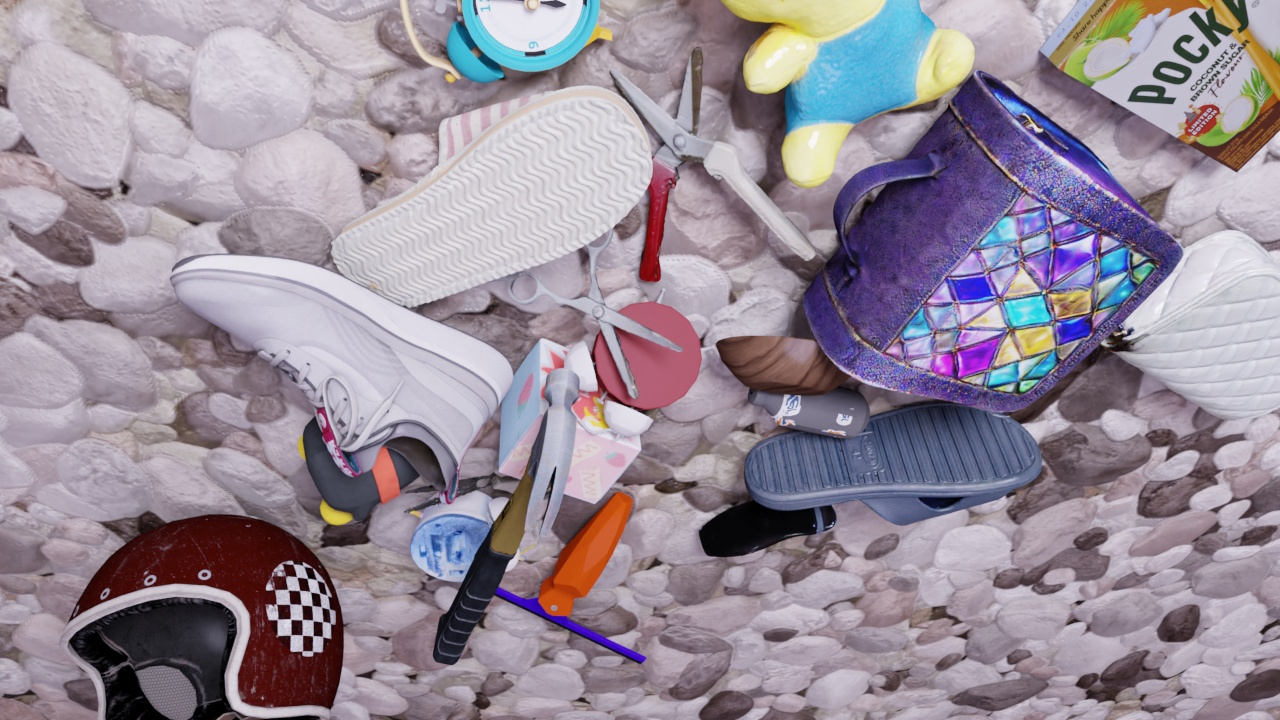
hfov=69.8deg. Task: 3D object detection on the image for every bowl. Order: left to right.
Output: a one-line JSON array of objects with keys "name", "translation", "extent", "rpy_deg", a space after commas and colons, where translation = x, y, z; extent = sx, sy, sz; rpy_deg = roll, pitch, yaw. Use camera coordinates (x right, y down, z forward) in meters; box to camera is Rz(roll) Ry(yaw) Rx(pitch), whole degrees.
[{"name": "bowl", "translation": [0.119, 0.008, 0.748], "extent": [0.119, 0.032, 0.119], "rpy_deg": [7, 171, 1]}]

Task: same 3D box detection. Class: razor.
[{"name": "razor", "translation": [0.127, 0.163, 0.925], "extent": [0.141, 0.053, 0.063], "rpy_deg": [-22, 163, 21]}]

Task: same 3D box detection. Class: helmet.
[{"name": "helmet", "translation": [-0.392, 0.268, 0.817], "extent": [0.234, 0.253, 0.233], "rpy_deg": [-29, 153, 24]}]

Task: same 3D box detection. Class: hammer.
[{"name": "hammer", "translation": [-0.116, 0.155, 0.734], "extent": [0.025, 0.117, 0.334], "rpy_deg": [17, 133, -15]}]

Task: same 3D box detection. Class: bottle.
[{"name": "bottle", "translation": [0.149, 0.040, 0.817], "extent": [0.112, 0.047, 0.047], "rpy_deg": [12, 129, -17]}]

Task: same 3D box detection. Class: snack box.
[{"name": "snack box", "translation": [-0.060, 0.051, 0.771], "extent": [0.094, 0.092, 0.080], "rpy_deg": [22, 126, -22]}, {"name": "snack box", "translation": [0.383, -0.212, 0.631], "extent": [0.186, 0.031, 0.101], "rpy_deg": [19, 127, -21]}]

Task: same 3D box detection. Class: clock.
[{"name": "clock", "translation": [-0.159, 0.169, 0.887], "extent": [0.125, 0.051, 0.089], "rpy_deg": [2, 126, -5]}, {"name": "clock", "translation": [-0.082, -0.222, 0.566], "extent": [0.129, 0.043, 0.099], "rpy_deg": [-9, 132, -8]}, {"name": "clock", "translation": [-0.005, 0.004, 0.723], "extent": [0.124, 0.044, 0.087], "rpy_deg": [-41, 91, -9]}]

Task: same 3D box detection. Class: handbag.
[{"name": "handbag", "translation": [0.238, -0.080, 0.669], "extent": [0.222, 0.125, 0.205], "rpy_deg": [18, 127, -22]}, {"name": "handbag", "translation": [0.499, -0.026, 0.784], "extent": [0.194, 0.072, 0.139], "rpy_deg": [26, 132, -26]}]

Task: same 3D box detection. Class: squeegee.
[{"name": "squeegee", "translation": [-0.062, 0.208, 0.934], "extent": [0.249, 0.055, 0.185], "rpy_deg": [28, 112, -11]}]

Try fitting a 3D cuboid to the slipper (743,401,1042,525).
[{"name": "slipper", "translation": [0.230, 0.105, 0.858], "extent": [0.264, 0.101, 0.083], "rpy_deg": [-7, 139, 8]}]

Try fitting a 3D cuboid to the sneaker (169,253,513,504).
[{"name": "sneaker", "translation": [-0.226, 0.014, 0.685], "extent": [0.263, 0.128, 0.097], "rpy_deg": [28, 151, -29]}]

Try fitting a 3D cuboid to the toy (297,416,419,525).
[{"name": "toy", "translation": [-0.224, 0.074, 0.777], "extent": [0.119, 0.097, 0.100], "rpy_deg": [-20, 166, -20]}]

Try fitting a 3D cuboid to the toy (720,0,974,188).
[{"name": "toy", "translation": [0.109, -0.228, 0.554], "extent": [0.149, 0.084, 0.214], "rpy_deg": [-31, 127, 11]}]

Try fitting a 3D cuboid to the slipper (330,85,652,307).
[{"name": "slipper", "translation": [-0.110, -0.116, 0.651], "extent": [0.264, 0.052, 0.115], "rpy_deg": [-22, 127, 27]}]

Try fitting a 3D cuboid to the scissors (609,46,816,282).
[{"name": "scissors", "translation": [0.050, -0.124, 0.663], "extent": [0.179, 0.015, 0.200], "rpy_deg": [19, 134, 1]}]

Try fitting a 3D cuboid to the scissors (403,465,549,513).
[{"name": "scissors", "translation": [-0.126, 0.100, 0.830], "extent": [0.154, 0.012, 0.163], "rpy_deg": [-49, 138, 15]}]

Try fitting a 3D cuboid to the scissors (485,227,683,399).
[{"name": "scissors", "translation": [-0.046, -0.039, 0.696], "extent": [0.165, 0.141, 0.014], "rpy_deg": [-4, 178, 20]}]
